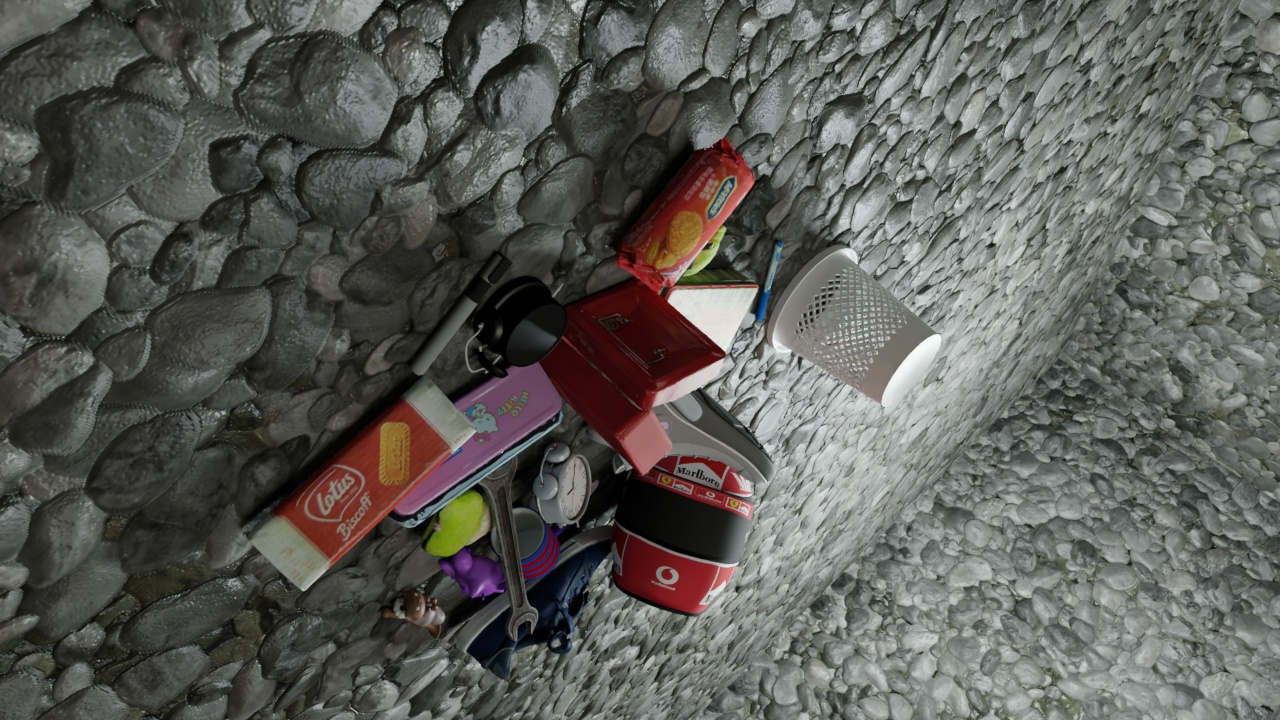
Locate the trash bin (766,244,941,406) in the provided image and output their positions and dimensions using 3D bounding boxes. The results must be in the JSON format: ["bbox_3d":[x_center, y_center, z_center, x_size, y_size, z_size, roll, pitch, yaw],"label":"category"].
[{"bbox_3d":[0.334,-0.042,1.402,0.195,0.199,0.196,-35,149,-25],"label":"trash bin"}]

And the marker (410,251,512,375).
[{"bbox_3d":[-0.172,-0.044,0.874,0.140,0.016,0.016,-51,152,5],"label":"marker"}]

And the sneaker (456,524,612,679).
[{"bbox_3d":[-0.113,0.349,1.315,0.293,0.127,0.121,-35,159,-38],"label":"sneaker"}]

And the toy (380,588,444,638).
[{"bbox_3d":[-0.276,0.316,1.150,0.055,0.041,0.102,-31,147,14],"label":"toy"}]

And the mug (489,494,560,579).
[{"bbox_3d":[-0.143,0.223,1.203,0.076,0.075,0.111,71,39,-59],"label":"mug"}]

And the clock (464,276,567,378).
[{"bbox_3d":[-0.127,-0.030,0.927,0.120,0.042,0.091,-33,148,-28],"label":"clock"}]

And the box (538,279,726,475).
[{"bbox_3d":[-0.025,0.029,1.032,0.151,0.157,0.166,-20,143,-39],"label":"box"}]

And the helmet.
[{"bbox_3d":[0.063,0.226,1.332,0.271,0.198,0.224,51,58,-85],"label":"helmet"}]

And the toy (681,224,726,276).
[{"bbox_3d":[0.069,-0.130,1.066,0.093,0.036,0.094,-49,-174,-34],"label":"toy"}]

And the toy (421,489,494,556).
[{"bbox_3d":[-0.207,0.189,1.088,0.117,0.043,0.092,-1,121,-60],"label":"toy"}]

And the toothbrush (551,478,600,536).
[{"bbox_3d":[-0.118,0.241,1.308,0.186,0.015,0.016,-49,157,-1],"label":"toothbrush"}]

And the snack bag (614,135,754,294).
[{"bbox_3d":[0.049,-0.156,0.992,0.176,0.082,0.082,-50,152,3],"label":"snack bag"}]

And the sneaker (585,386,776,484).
[{"bbox_3d":[0.053,0.117,1.220,0.160,0.093,0.256,-44,114,7],"label":"sneaker"}]

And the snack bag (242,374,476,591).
[{"bbox_3d":[-0.265,0.115,0.879,0.225,0.077,0.041,-44,-167,-14],"label":"snack bag"}]

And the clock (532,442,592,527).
[{"bbox_3d":[-0.100,0.154,1.159,0.123,0.035,0.094,64,36,-51],"label":"clock"}]

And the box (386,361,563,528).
[{"bbox_3d":[-0.189,0.087,0.988,0.213,0.089,0.093,-35,-173,-24],"label":"box"}]

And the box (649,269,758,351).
[{"bbox_3d":[0.062,-0.058,1.159,0.205,0.050,0.118,-6,132,-53],"label":"box"}]

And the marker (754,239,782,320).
[{"bbox_3d":[0.182,-0.113,1.298,0.013,0.013,0.142,-29,146,-33],"label":"marker"}]

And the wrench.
[{"bbox_3d":[-0.159,0.221,1.104,0.069,0.010,0.273,-32,123,-49],"label":"wrench"}]

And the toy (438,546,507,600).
[{"bbox_3d":[-0.204,0.275,1.155,0.088,0.106,0.055,119,-12,-66],"label":"toy"}]

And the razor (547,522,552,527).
[{"bbox_3d":[-0.143,0.249,1.280,0.144,0.022,0.043,-46,-168,2],"label":"razor"}]
